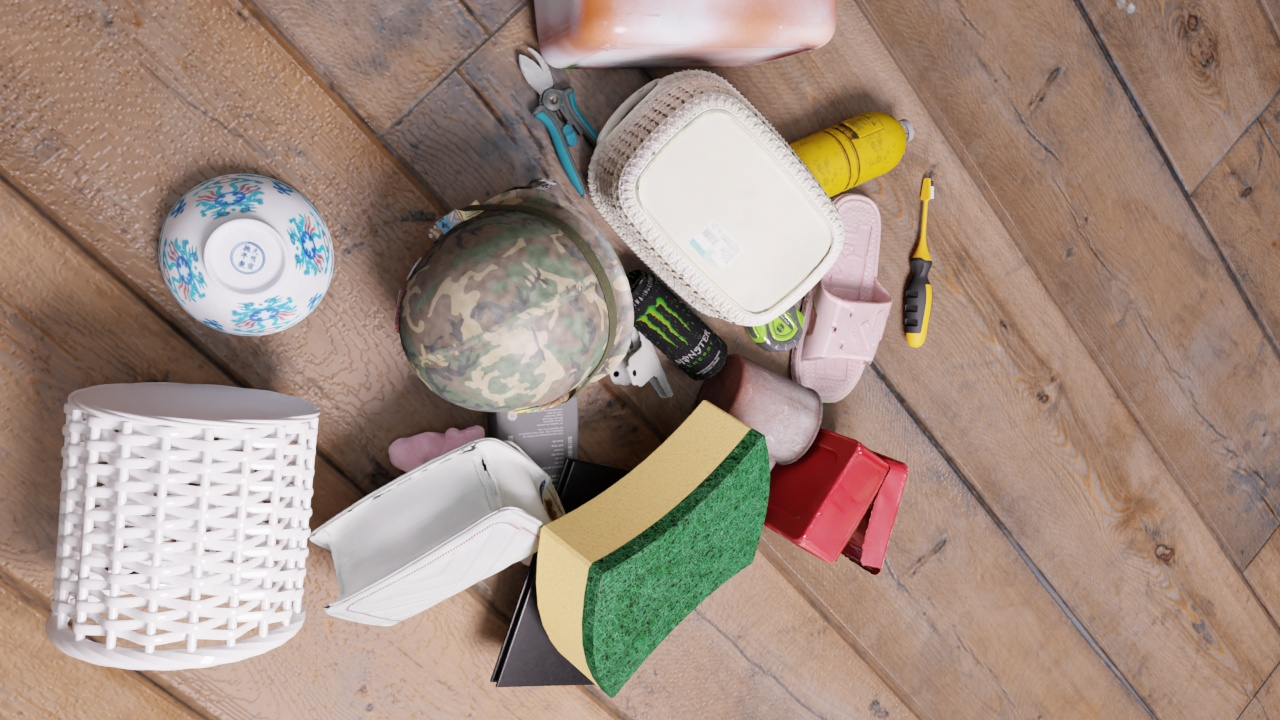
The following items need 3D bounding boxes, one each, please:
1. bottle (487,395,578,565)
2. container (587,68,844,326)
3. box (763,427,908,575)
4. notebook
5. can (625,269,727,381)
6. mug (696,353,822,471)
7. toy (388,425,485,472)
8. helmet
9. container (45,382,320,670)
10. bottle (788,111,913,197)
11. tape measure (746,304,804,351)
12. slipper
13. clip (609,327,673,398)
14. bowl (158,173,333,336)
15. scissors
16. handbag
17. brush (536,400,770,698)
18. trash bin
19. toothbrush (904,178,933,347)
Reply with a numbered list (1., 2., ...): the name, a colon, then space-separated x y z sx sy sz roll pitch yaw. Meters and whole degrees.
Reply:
1. bottle: -0.106 0.119 0.922 0.083 0.046 0.174 -4 99 -21
2. container: 0.075 -0.147 0.874 0.185 0.143 0.251 -44 108 9
3. box: 0.191 0.138 0.986 0.117 0.157 0.135 19 89 -18
4. notebook: -0.048 0.224 0.946 0.169 0.019 0.231 18 91 -44
5. can: 0.032 -0.035 0.942 0.137 0.054 0.054 41 82 -29
6. mug: 0.120 0.067 0.979 0.110 0.096 0.123 24 80 -17
7. toy: -0.180 0.098 0.882 0.096 0.052 0.099 -31 111 17
8. helmet: -0.108 -0.052 0.821 0.235 0.225 0.193 -35 105 -40
9. container: -0.364 0.124 0.745 0.189 0.189 0.187 5 95 -22
10. bottle: 0.222 -0.222 0.988 0.163 0.071 0.071 -25 106 -17
11. tape measure: 0.145 -0.040 1.005 0.065 0.036 0.058 44 72 -18
12. slipper: 0.232 -0.066 1.020 0.094 0.064 0.239 6 94 -22
13. clip: -0.005 0.005 0.962 0.054 0.040 0.101 -35 109 -35
14. bowl: -0.336 -0.089 0.785 0.143 0.074 0.144 -3 99 -21
15. scissors: -0.074 -0.227 0.898 0.130 0.019 0.151 10 95 -23
16. handbag: -0.178 0.157 0.832 0.198 0.096 0.142 -30 152 5
17. brush: 0.018 0.179 0.885 0.249 0.075 0.195 -35 141 -32
18. trash bin: 0.036 -0.354 0.837 0.259 0.182 0.157 -7 102 -22
19. toothbrush: 0.327 -0.113 1.070 0.030 0.031 0.196 1 94 -36
